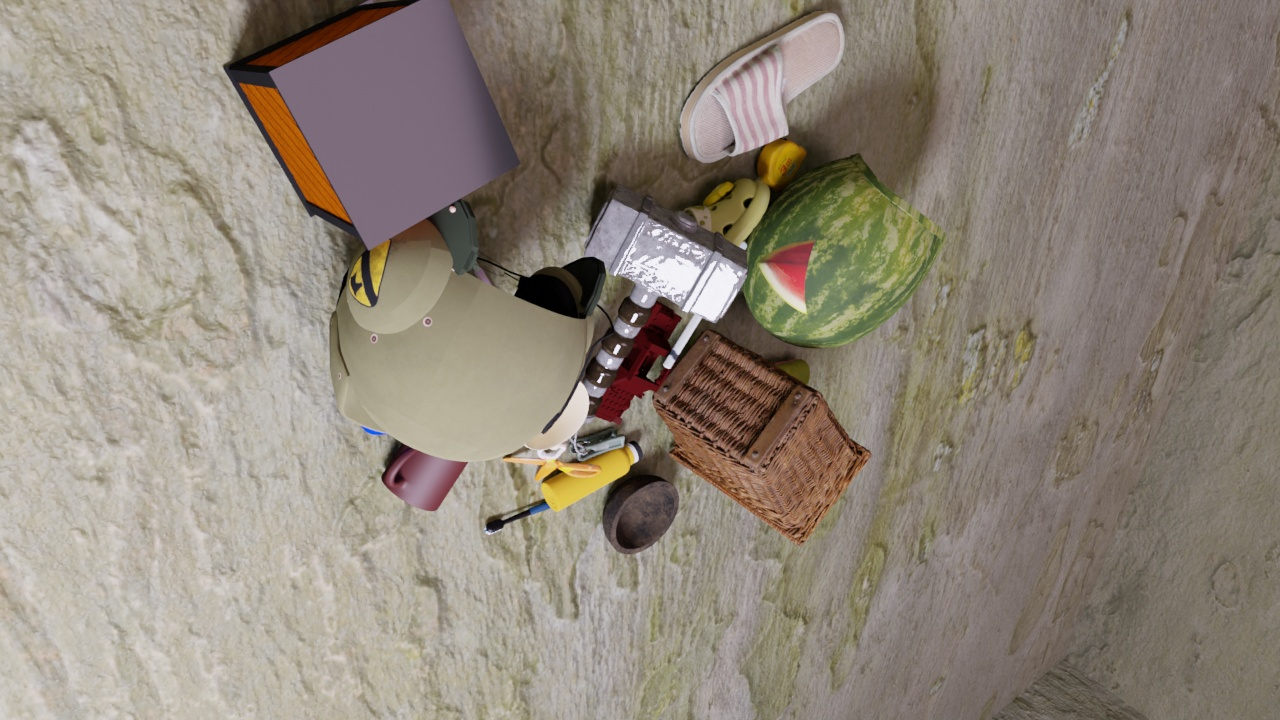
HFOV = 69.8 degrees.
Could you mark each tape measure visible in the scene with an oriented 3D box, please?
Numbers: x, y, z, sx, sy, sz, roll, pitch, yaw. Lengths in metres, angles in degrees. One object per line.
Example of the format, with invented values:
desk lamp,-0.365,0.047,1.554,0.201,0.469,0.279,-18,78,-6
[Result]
tape measure,0.177,-0.255,1.185,0.058,0.030,0.068,23,98,-47

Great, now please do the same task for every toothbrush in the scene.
toothbrush,0.080,-0.070,1.153,0.012,0.017,0.186,33,87,-14
toothbrush,-0.132,0.196,1.218,0.167,0.014,0.014,-17,161,-36
toothbrush,-0.160,-0.070,1.018,0.155,0.015,0.022,65,37,-44

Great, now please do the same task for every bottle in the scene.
bottle,-0.061,0.151,1.231,0.143,0.043,0.043,-26,131,-27

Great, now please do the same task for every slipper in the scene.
slipper,0.159,-0.327,1.106,0.262,0.052,0.115,-39,135,-16
slipper,0.081,-0.158,1.140,0.081,0.092,0.190,38,78,-10

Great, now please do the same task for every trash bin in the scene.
trash bin,-0.219,-0.199,0.743,0.139,0.172,0.140,-35,122,-20

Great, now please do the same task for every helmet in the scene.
helmet,0.243,-0.128,1.187,0.248,0.213,0.242,-48,163,21
helmet,-0.172,-0.028,0.841,0.250,0.256,0.233,17,103,-50

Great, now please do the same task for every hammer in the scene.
hammer,-0.023,-0.030,1.082,0.177,0.079,0.327,27,114,-6

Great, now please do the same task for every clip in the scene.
clip,-0.059,0.111,1.220,0.076,0.044,0.023,-17,125,-34

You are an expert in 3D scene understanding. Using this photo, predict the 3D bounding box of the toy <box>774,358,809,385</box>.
toy,0.217,0.038,1.400,0.109,0.051,0.090,-22,132,-33

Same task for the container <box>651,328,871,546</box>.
container,0.142,0.086,1.206,0.162,0.250,0.183,-50,142,-10

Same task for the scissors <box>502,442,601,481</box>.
scissors,-0.110,0.127,1.145,0.125,0.011,0.131,5,150,-5

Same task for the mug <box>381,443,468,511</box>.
mug,-0.241,0.112,1.012,0.082,0.073,0.105,-57,163,3

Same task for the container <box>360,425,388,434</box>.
container,-0.250,0.027,0.970,0.114,0.058,0.096,-11,123,-37

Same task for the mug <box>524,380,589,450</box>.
mug,-0.124,0.046,1.065,0.096,0.100,0.120,-27,134,-24

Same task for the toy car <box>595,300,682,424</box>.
toy car,-0.007,0.007,1.171,0.070,0.062,0.170,24,99,-47

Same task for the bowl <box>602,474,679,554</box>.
bowl,-0.009,0.210,1.307,0.121,0.056,0.121,-22,129,-30
